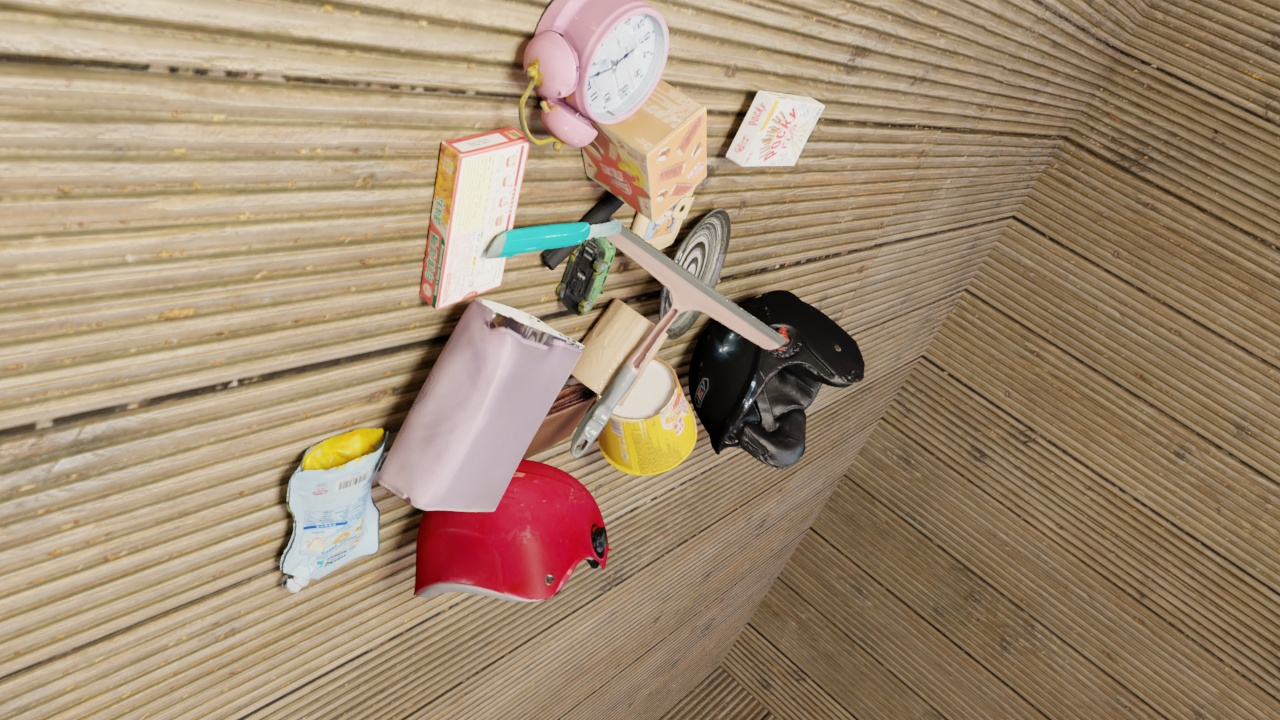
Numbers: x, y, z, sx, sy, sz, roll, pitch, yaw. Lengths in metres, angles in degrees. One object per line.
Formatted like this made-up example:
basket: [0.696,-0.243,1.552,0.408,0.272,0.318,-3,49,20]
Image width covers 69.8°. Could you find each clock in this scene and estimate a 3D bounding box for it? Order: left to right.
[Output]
clock: [-0.043,-0.241,0.757,0.158,0.060,0.117,-43,155,-15]

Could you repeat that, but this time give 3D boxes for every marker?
marker: [-0.050,-0.143,0.940,0.132,0.020,0.022,-45,140,-13]

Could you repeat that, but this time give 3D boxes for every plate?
plate: [0.063,-0.111,1.164,0.179,0.024,0.180,-52,157,-33]

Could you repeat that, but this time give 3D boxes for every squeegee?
squeegee: [-0.006,0.006,1.039,0.250,0.247,0.040,-54,-164,8]

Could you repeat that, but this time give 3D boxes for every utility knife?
utility knife: [-0.076,-0.119,0.881,0.216,0.013,0.029,-20,138,-56]

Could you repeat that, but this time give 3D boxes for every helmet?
helmet: [-0.141,0.181,1.048,0.239,0.207,0.144,-6,90,-61]
helmet: [0.182,0.021,1.347,0.274,0.230,0.234,-22,151,-36]

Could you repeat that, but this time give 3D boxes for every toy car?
toy car: [-0.056,-0.091,0.973,0.036,0.043,0.091,-19,141,-53]

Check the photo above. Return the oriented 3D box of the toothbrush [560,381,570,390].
toothbrush: [-0.117,0.019,1.055,0.016,0.016,0.180,-54,157,2]

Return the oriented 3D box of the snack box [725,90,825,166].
snack box: [0.164,-0.276,1.100,0.156,0.027,0.085,-20,142,-56]

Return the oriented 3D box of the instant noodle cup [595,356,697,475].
instant noodle cup: [0.002,0.066,1.210,0.137,0.138,0.110,-42,146,-22]

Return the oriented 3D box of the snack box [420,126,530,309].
snack box: [-0.143,-0.121,0.789,0.076,0.027,0.156,-28,147,-44]

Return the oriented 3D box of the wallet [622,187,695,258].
wallet: [0.028,-0.173,1.038,0.087,0.024,0.115,-19,140,-44]

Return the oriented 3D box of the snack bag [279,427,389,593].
snack bag: [-0.295,0.149,0.890,0.110,0.039,0.191,-34,154,-46]

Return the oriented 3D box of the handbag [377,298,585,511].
handbag: [-0.158,0.044,0.889,0.197,0.098,0.145,-62,163,3]

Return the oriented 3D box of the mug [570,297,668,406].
mug: [-0.027,-0.012,1.114,0.103,0.084,0.124,-55,-179,3]

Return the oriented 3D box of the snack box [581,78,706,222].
snack box: [0.002,-0.202,0.855,0.077,0.093,0.094,-43,156,-19]

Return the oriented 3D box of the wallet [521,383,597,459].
wallet: [-0.117,0.079,1.107,0.124,0.032,0.101,-23,155,-37]
